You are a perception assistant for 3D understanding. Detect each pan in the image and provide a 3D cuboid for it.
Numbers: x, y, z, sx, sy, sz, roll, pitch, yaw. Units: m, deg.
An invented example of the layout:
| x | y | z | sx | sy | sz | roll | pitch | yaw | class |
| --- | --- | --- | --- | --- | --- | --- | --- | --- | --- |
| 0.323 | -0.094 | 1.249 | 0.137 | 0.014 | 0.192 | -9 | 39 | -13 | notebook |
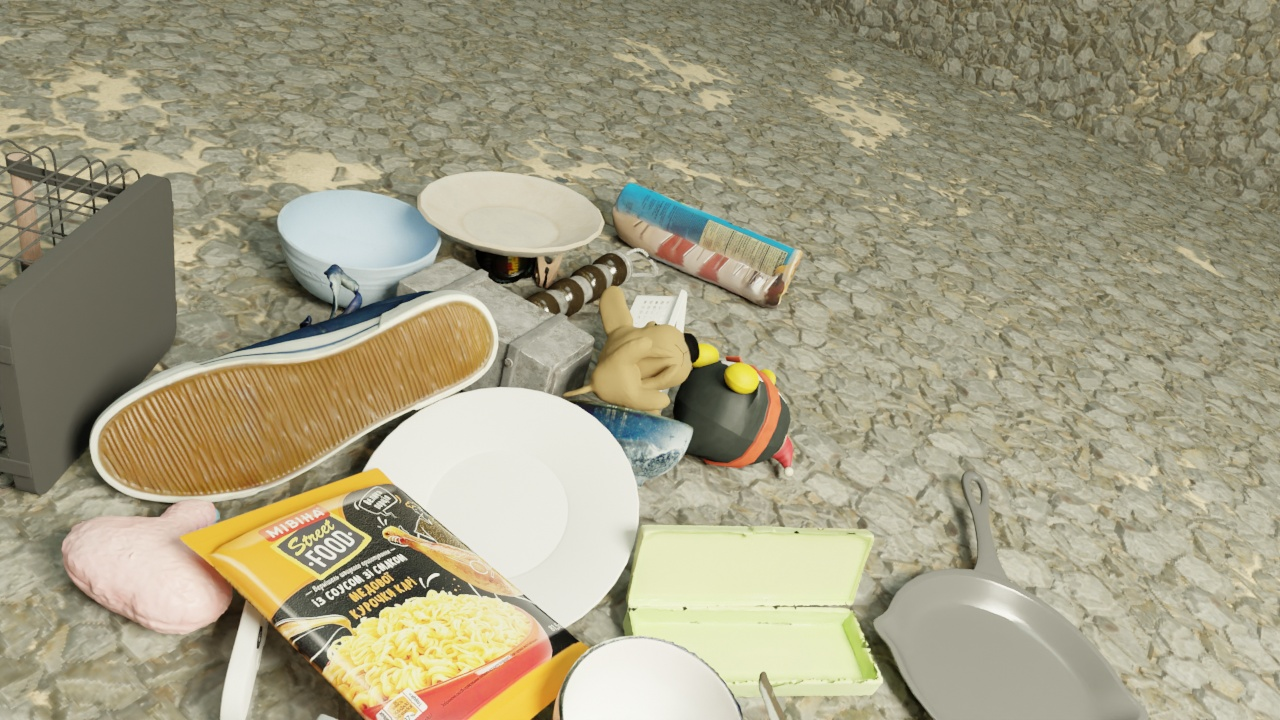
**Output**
| x | y | z | sx | sy | sz | roll | pitch | yaw | class |
| --- | --- | --- | --- | --- | --- | --- | --- | --- | --- |
| 0.290 | 0.209 | 0.755 | 0.216 | 0.024 | 0.353 | 18 | 34 | 1 | pan |

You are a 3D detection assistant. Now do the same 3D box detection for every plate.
| x | y | z | sx | sy | sz | roll | pitch | yaw | class |
| --- | --- | --- | --- | --- | --- | --- | --- | --- | --- |
| -0.105 | 0.110 | 0.674 | 0.208 | 0.015 | 0.208 | 1 | 55 | -2 | plate |
| -0.133 | -0.145 | 0.942 | 0.188 | 0.027 | 0.188 | 8 | 32 | -5 | plate |

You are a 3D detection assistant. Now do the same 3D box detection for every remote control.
| x | y | z | sx | sy | sz | roll | pitch | yaw | class |
| --- | --- | --- | --- | --- | --- | --- | --- | --- | --- |
| -0.238 | 0.162 | 0.568 | 0.013 | 0.043 | 0.136 | 8 | 35 | -14 | remote control |

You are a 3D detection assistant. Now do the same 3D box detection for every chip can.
| x | y | z | sx | sy | sz | roll | pitch | yaw | class |
| --- | --- | --- | --- | --- | --- | --- | --- | --- | --- |
| 0.076 | -0.139 | 1.110 | 0.229 | 0.080 | 0.079 | 24 | 34 | 10 | chip can |

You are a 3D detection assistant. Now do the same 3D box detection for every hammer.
| x | y | z | sx | sy | sz | roll | pitch | yaw | class |
| --- | --- | --- | --- | --- | --- | --- | --- | --- | --- |
| -0.082 | -0.060 | 0.925 | 0.177 | 0.080 | 0.325 | 29 | 34 | 16 | hammer |

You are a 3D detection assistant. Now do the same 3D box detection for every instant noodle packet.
| x | y | z | sx | sy | sz | roll | pitch | yaw | class |
| --- | --- | --- | --- | --- | --- | --- | --- | --- | --- |
| -0.150 | 0.151 | 0.573 | 0.221 | 0.032 | 0.159 | 35 | 24 | 20 | instant noodle packet |

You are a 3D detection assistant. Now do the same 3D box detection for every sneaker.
| x | y | z | sx | sy | sz | roll | pitch | yaw | class |
| --- | --- | --- | --- | --- | --- | --- | --- | --- | --- |
| -0.265 | 0.009 | 0.709 | 0.293 | 0.121 | 0.127 | -24 | 23 | -25 | sneaker |

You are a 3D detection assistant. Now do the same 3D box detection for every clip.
| x | y | z | sx | sy | sz | roll | pitch | yaw | class |
| --- | --- | --- | --- | --- | --- | --- | --- | --- | --- |
| -0.099 | -0.102 | 1.026 | 0.041 | 0.024 | 0.060 | 3 | 46 | -17 | clip |

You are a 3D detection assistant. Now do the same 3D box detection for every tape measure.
| x | y | z | sx | sy | sz | roll | pitch | yaw | class |
| --- | --- | --- | --- | --- | --- | --- | --- | --- | --- |
| -0.145 | -0.115 | 0.989 | 0.062 | 0.067 | 0.038 | -13 | 45 | -24 | tape measure |

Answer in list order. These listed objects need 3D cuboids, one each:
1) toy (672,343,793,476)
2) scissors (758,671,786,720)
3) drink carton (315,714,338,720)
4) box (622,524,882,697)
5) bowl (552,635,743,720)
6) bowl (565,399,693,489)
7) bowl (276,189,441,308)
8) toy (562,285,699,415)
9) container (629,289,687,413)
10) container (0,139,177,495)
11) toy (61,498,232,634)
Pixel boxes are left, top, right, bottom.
| x | y | z | sx | sy | sz | roll | pitch | yaw | class |
| --- | --- | --- | --- | --- | --- | --- | --- | --- | --- |
| 0.089 | 0.051 | 0.832 | 0.119 | 0.100 | 0.097 | 22 | 6 | -37 | toy |
| 0.123 | 0.280 | 0.540 | 0.179 | 0.015 | 0.198 | 9 | 55 | -38 | scissors |
| -0.168 | 0.254 | 0.464 | 0.076 | 0.049 | 0.124 | 20 | 34 | 3 | drink carton |
| 0.082 | 0.183 | 0.670 | 0.188 | 0.064 | 0.130 | 3 | 79 | -18 | box |
| 0.000 | 0.233 | 0.554 | 0.116 | 0.066 | 0.116 | 12 | 34 | -9 | bowl |
| -0.017 | 0.074 | 0.764 | 0.114 | 0.060 | 0.114 | 11 | -11 | 2 | bowl |
| -0.275 | -0.098 | 0.893 | 0.150 | 0.075 | 0.150 | 12 | 33 | -9 | bowl |
| -0.005 | 0.005 | 0.783 | 0.106 | 0.134 | 0.108 | -14 | 10 | 17 | toy |
| 0.009 | -0.012 | 0.901 | 0.049 | 0.081 | 0.129 | 10 | 33 | 8 | container |
| -0.444 | -0.039 | 0.651 | 0.130 | 0.163 | 0.240 | 14 | 34 | -6 | container |
| -0.299 | 0.126 | 0.588 | 0.108 | 0.053 | 0.104 | 25 | 24 | 12 | toy |
